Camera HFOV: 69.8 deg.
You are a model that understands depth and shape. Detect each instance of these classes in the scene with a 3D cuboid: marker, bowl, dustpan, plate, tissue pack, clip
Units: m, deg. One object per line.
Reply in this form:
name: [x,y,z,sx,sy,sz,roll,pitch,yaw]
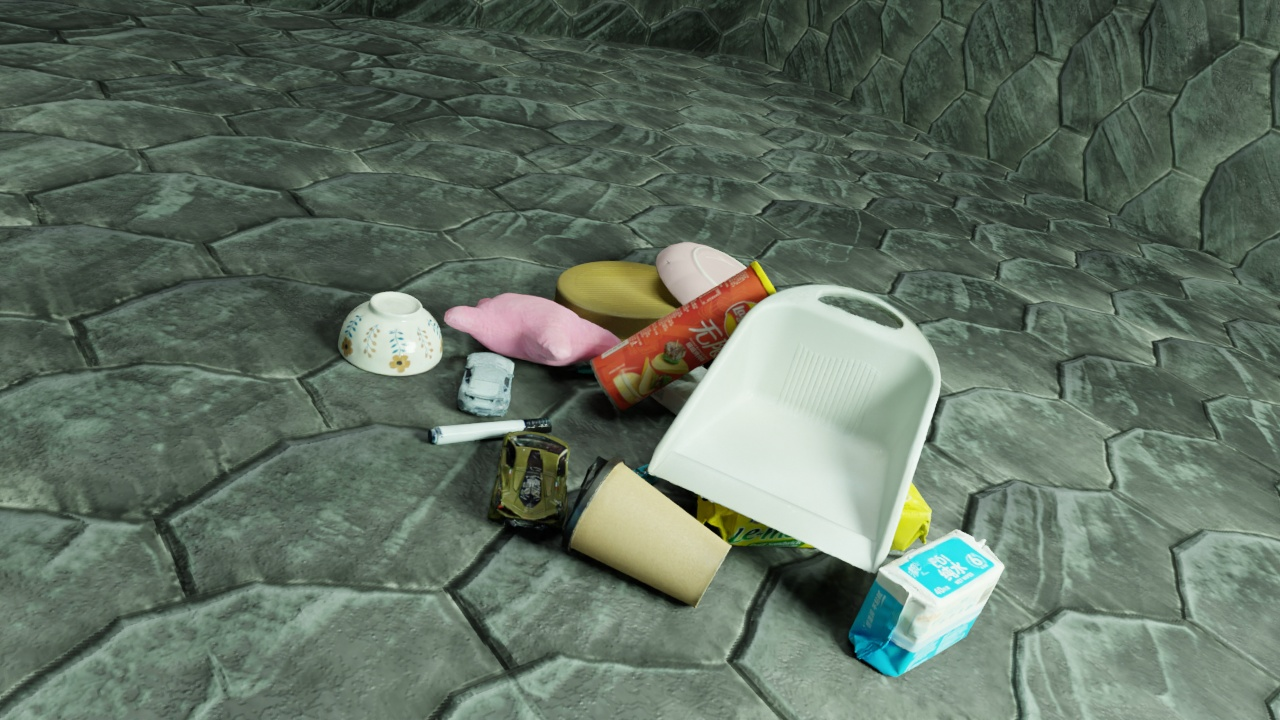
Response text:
marker: [-0.149,0.071,0.924,0.130,0.018,0.023,-4,14,-33]
bowl: [-0.274,-0.037,1.018,0.113,0.062,0.113,12,29,-7]
dustpan: [0.167,0.034,0.870,0.223,0.143,0.257,23,28,16]
plate: [0.111,-0.099,1.220,0.192,0.039,0.192,26,30,-17]
tissue pack: [0.244,0.206,0.788,0.139,0.090,0.063,-11,38,-39]
clip: [0.000,0.116,0.910,0.014,0.046,0.056,29,27,30]

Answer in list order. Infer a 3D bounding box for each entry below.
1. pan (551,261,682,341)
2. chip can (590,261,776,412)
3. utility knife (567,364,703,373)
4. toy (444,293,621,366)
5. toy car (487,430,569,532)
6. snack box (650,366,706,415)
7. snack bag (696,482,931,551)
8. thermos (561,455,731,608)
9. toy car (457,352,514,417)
pan: [0.056,-0.065,1.248,0.357,0.078,0.197,-1,28,-15]
chip can: [0.052,-0.025,1.008,0.217,0.073,0.073,-30,32,6]
utility knife: [-0.006,0.006,1.080,0.160,0.013,0.029,-3,12,1]
toy: [-0.115,-0.035,1.076,0.195,0.075,0.178,16,12,12]
toy car: [-0.102,0.107,0.860,0.070,0.042,0.158,10,25,-9]
snack box: [0.086,0.055,1.059,0.084,0.027,0.157,-13,39,-43]
snack bag: [0.158,0.124,0.922,0.246,0.068,0.158,6,29,-16]
thermos: [0.002,0.148,0.788,0.143,0.093,0.092,29,30,11]
toy car: [-0.165,0.022,0.991,0.054,0.037,0.120,10,25,-9]
